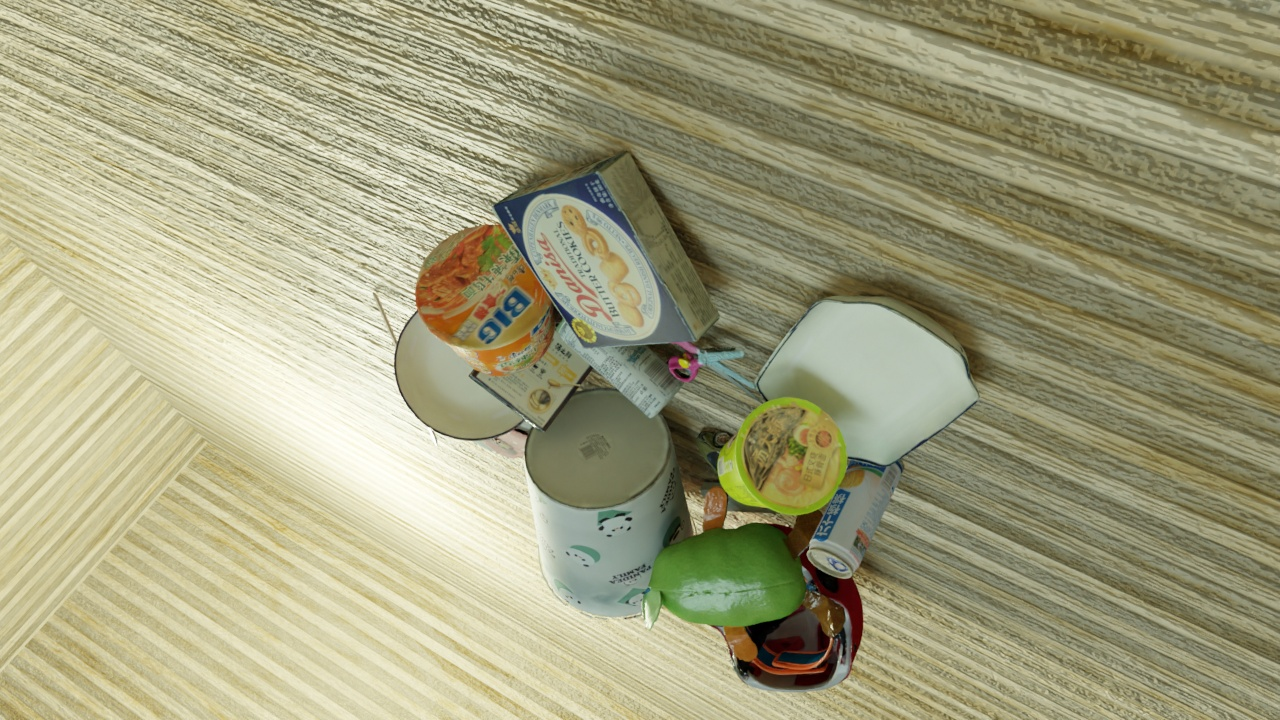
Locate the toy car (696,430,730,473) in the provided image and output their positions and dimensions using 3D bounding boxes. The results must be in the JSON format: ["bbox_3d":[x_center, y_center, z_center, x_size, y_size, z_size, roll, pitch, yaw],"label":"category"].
[{"bbox_3d":[0.134,0.131,1.111,0.158,0.042,0.070,21,151,30],"label":"toy car"}]

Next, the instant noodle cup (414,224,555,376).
[{"bbox_3d":[-0.162,-0.058,1.018,0.151,0.151,0.111,26,161,15],"label":"instant noodle cup"}]

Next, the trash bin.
[{"bbox_3d":[-0.041,0.182,1.209,0.230,0.228,0.252,22,145,22],"label":"trash bin"}]

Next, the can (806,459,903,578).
[{"bbox_3d":[0.221,0.154,0.943,0.053,0.134,0.053,26,152,15],"label":"can"}]

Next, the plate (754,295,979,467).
[{"bbox_3d":[0.203,0.016,0.844,0.162,0.034,0.266,32,154,5],"label":"plate"}]

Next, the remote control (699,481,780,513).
[{"bbox_3d":[0.131,0.183,1.217,0.049,0.024,0.125,45,151,-22],"label":"remote control"}]

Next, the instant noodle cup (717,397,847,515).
[{"bbox_3d":[0.132,0.103,0.925,0.111,0.111,0.124,35,164,-2],"label":"instant noodle cup"}]

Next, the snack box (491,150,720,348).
[{"bbox_3d":[-0.036,-0.096,0.881,0.183,0.045,0.178,-4,125,51],"label":"snack box"}]

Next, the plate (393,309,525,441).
[{"bbox_3d":[-0.212,0.005,1.161,0.192,0.192,0.039,38,-174,-8],"label":"plate"}]

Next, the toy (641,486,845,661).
[{"bbox_3d":[0.118,0.260,1.108,0.247,0.089,0.227,-9,94,22],"label":"toy"}]

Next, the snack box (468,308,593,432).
[{"bbox_3d":[-0.125,0.004,1.110,0.113,0.125,0.053,39,169,-10],"label":"snack box"}]

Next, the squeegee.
[{"bbox_3d":[-0.273,-0.007,1.282,0.250,0.040,0.247,-16,98,40],"label":"squeegee"}]

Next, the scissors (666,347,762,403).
[{"bbox_3d":[0.058,-0.002,0.969,0.178,0.014,0.159,38,162,18],"label":"scissors"}]

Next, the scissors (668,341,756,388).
[{"bbox_3d":[0.057,-0.010,0.923,0.118,0.017,0.134,54,152,-17],"label":"scissors"}]

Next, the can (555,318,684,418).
[{"bbox_3d":[-0.023,-0.004,1.017,0.147,0.058,0.058,42,154,4],"label":"can"}]

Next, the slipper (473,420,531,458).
[{"bbox_3d":[-0.206,0.101,1.312,0.114,0.054,0.275,31,158,-11],"label":"slipper"}]

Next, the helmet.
[{"bbox_3d":[0.194,0.310,1.226,0.208,0.143,0.240,-29,90,39],"label":"helmet"}]
